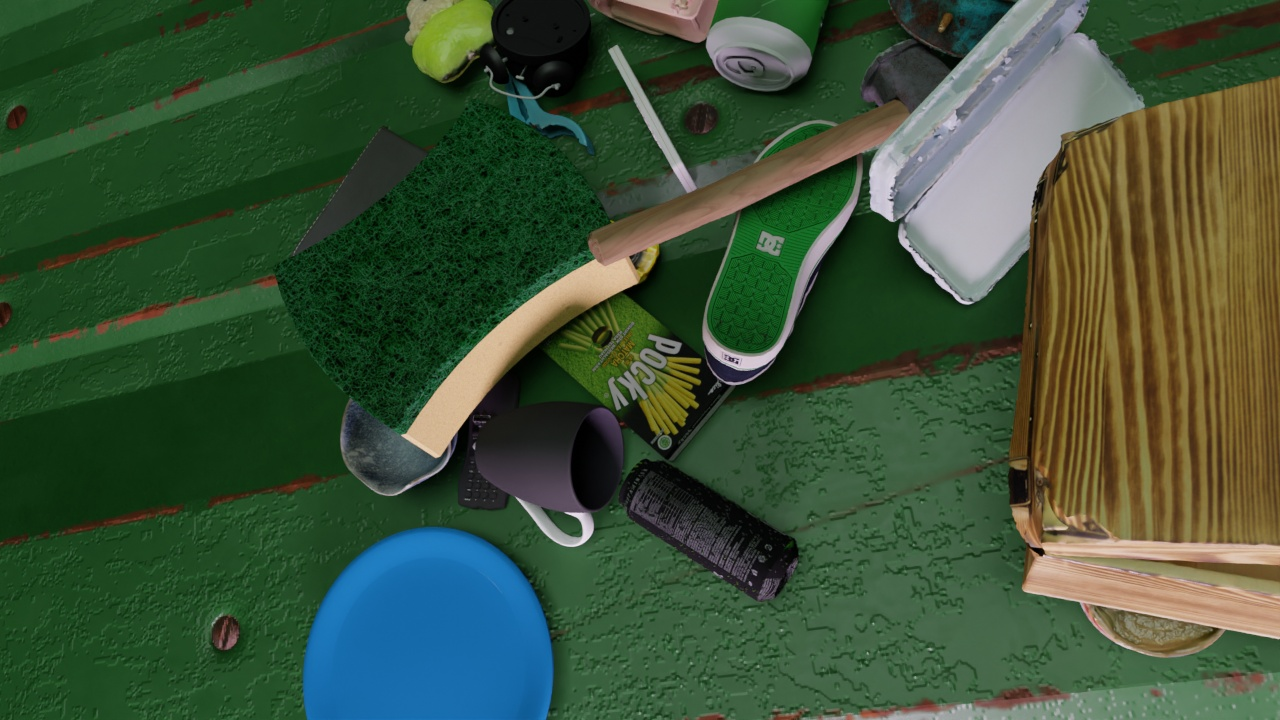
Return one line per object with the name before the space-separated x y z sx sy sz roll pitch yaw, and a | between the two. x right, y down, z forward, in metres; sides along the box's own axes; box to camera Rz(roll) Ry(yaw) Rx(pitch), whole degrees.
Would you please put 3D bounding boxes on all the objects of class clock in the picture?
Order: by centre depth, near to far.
clock | 0.272 -0.300 0.700 0.157 0.073 0.121 -17 64 -18
clock | -0.093 -0.282 0.828 0.091 0.043 0.120 16 64 10

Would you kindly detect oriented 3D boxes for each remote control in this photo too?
remote control | -0.130 0.065 0.786 0.046 0.009 0.124 1 76 18
remote control | 0.010 -0.207 0.788 0.011 0.050 0.135 -29 69 9

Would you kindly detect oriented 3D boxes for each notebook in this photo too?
notebook | -0.213 -0.109 0.850 0.209 0.029 0.169 31 85 26

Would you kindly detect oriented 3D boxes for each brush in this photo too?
brush | -0.149 -0.071 0.744 0.250 0.075 0.195 -42 64 -4

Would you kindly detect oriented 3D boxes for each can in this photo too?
can | 0.331 0.147 0.595 0.086 0.043 0.086 -5 74 17
can | 0.050 0.125 0.687 0.138 0.054 0.054 29 86 22
can | 0.112 -0.303 0.760 0.088 0.088 0.139 14 81 21

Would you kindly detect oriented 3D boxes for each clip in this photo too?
clip | -0.102 -0.199 0.838 0.121 0.033 0.119 31 91 22

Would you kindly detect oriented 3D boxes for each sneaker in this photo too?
sneaker | 0.107 -0.086 0.720 0.084 0.079 0.234 23 67 9

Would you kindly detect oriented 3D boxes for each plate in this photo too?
plate | -0.171 0.249 0.744 0.225 0.024 0.224 -5 75 17

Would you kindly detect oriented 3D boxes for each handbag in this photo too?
handbag | 0.022 -0.390 0.757 0.117 0.187 0.198 23 89 15

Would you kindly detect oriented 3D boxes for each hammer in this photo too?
hammer | 0.111 -0.144 0.680 0.328 0.052 0.098 -27 68 -14

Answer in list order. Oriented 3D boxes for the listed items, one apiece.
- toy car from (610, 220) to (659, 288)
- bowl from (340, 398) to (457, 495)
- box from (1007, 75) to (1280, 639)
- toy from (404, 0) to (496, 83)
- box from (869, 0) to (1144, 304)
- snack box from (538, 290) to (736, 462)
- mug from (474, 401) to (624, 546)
toy car | -0.033 -0.099 0.786 0.107 0.030 0.049 23 85 23
bowl | -0.197 0.061 0.784 0.110 0.055 0.110 -4 75 16
box | 0.340 -0.008 0.517 0.259 0.221 0.278 6 67 21
toy | -0.186 -0.321 0.886 0.092 0.046 0.115 -39 61 4
box | 0.256 -0.163 0.648 0.211 0.185 0.084 -49 45 2
snack box | -0.004 0.004 0.752 0.147 0.025 0.080 40 91 23
mug | -0.075 0.090 0.732 0.100 0.084 0.119 2 106 29
